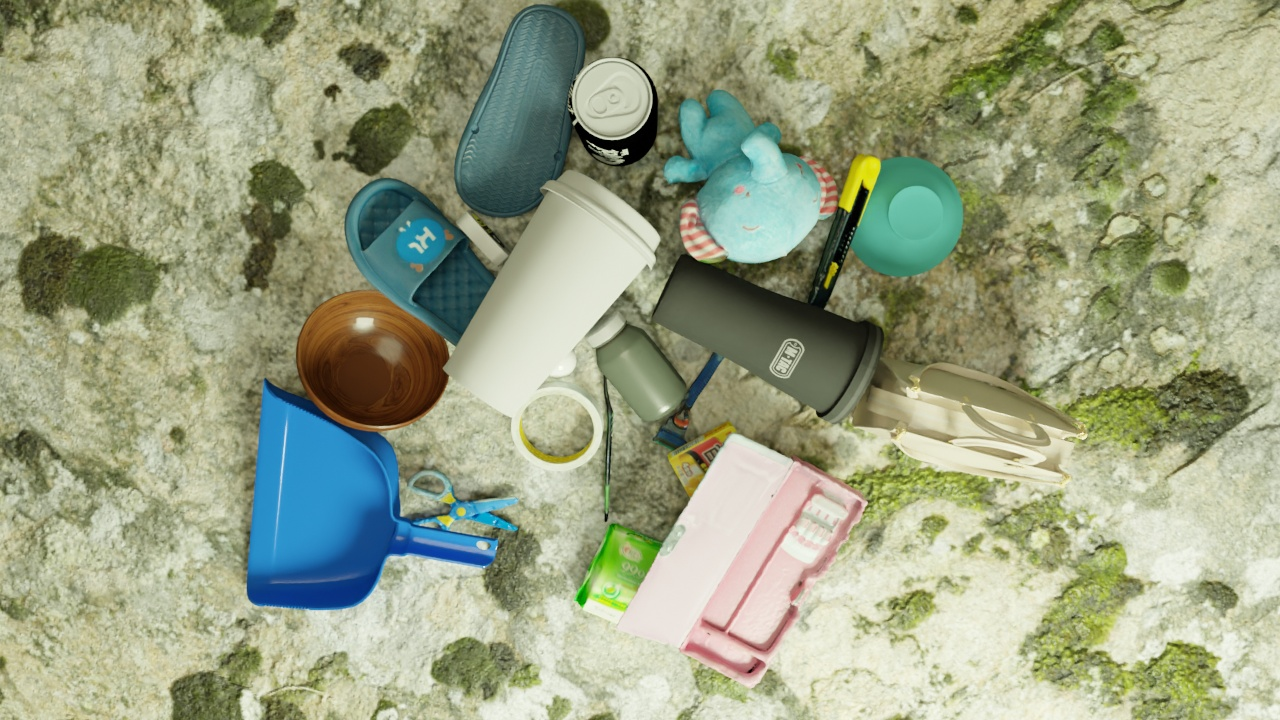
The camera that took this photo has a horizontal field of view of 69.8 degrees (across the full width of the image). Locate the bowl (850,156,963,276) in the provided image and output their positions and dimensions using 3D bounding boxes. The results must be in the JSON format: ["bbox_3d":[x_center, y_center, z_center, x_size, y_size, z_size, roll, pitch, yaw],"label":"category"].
[{"bbox_3d":[0.268,-0.145,0.916,0.121,0.046,0.121,0,95,1],"label":"bowl"}]

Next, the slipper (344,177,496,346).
[{"bbox_3d":[-0.206,-0.089,0.913,0.213,0.059,0.103,47,73,-7],"label":"slipper"}]

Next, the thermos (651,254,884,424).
[{"bbox_3d":[0.124,-0.026,0.895,0.218,0.106,0.106,25,94,-3],"label":"thermos"}]

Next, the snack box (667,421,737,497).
[{"bbox_3d":[0.096,0.145,0.948,0.075,0.025,0.152,-29,99,3],"label":"snack box"}]

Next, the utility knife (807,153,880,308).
[{"bbox_3d":[0.198,-0.114,0.920,0.028,0.020,0.187,5,110,-33],"label":"utility knife"}]

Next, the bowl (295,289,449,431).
[{"bbox_3d":[-0.272,0.010,0.919,0.147,0.069,0.147,12,61,-24],"label":"bowl"}]

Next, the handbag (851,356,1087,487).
[{"bbox_3d":[0.310,0.061,0.856,0.194,0.197,0.101,15,95,-1],"label":"handbag"}]

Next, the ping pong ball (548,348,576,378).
[{"bbox_3d":[-0.085,-0.001,0.938,0.040,0.040,0.040,0,94,1],"label":"ping pong ball"}]

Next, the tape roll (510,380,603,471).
[{"bbox_3d":[-0.085,0.068,0.943,0.094,0.019,0.094,1,109,2],"label":"tape roll"}]

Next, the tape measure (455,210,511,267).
[{"bbox_3d":[-0.155,-0.122,0.919,0.017,0.064,0.065,-43,99,4],"label":"tape measure"}]

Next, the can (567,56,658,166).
[{"bbox_3d":[-0.024,-0.232,0.865,0.080,0.146,0.080,0,94,1],"label":"can"}]

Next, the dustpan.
[{"bbox_3d":[-0.272,0.161,0.932,0.257,0.059,0.246,11,108,-5],"label":"dustpan"}]

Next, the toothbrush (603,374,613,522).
[{"bbox_3d":[-0.031,0.076,0.957,0.017,0.014,0.188,0,95,-7],"label":"toothbrush"}]

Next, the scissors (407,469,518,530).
[{"bbox_3d":[-0.188,0.148,0.968,0.133,0.020,0.097,-11,97,3],"label":"scissors"}]

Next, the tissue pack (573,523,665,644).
[{"bbox_3d":[-0.002,0.234,0.960,0.114,0.034,0.099,23,93,-3],"label":"tissue pack"}]

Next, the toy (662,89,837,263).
[{"bbox_3d":[0.104,-0.184,0.888,0.183,0.115,0.180,-23,88,-18],"label":"toy"}]

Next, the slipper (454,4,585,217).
[{"bbox_3d":[-0.113,-0.242,0.912,0.104,0.059,0.214,20,107,-9],"label":"slipper"}]

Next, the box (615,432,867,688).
[{"bbox_3d":[0.099,0.197,0.918,0.180,0.050,0.233,29,98,-17],"label":"box"}]

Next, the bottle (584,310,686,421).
[{"bbox_3d":[-0.005,0.005,0.919,0.060,0.060,0.108,-38,104,4],"label":"bottle"}]

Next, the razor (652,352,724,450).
[{"bbox_3d":[0.061,0.029,0.949,0.044,0.018,0.141,30,92,-35],"label":"razor"}]

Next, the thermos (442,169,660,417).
[{"bbox_3d":[-0.090,-0.059,0.878,0.131,0.131,0.222,36,88,-2],"label":"thermos"}]
